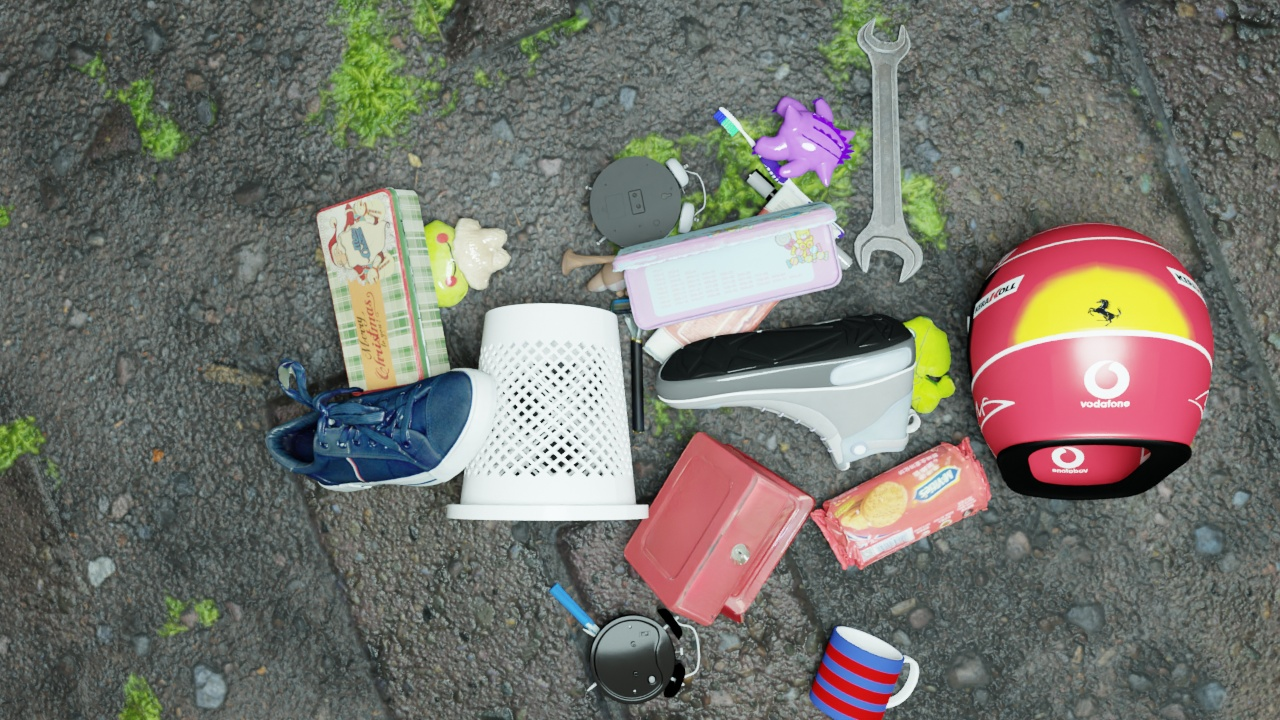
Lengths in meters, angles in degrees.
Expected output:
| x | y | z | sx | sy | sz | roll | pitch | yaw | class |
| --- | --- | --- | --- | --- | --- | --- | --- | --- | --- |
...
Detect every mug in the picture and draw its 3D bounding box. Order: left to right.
| x | y | z | sx | sy | sz | roll | pitch | yaw | class |
| --- | --- | --- | --- | --- | --- | --- | --- | --- | --- |
| 0.237 | 0.329 | 0.946 | 0.112 | 0.075 | 0.076 | 19 | 93 | -23 | mug |

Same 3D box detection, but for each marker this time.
| x | y | z | sx | sy | sz | roll | pitch | yaw | class |
| --- | --- | --- | --- | --- | --- | --- | --- | --- | --- |
| -0.045 | 0.295 | 0.991 | 0.142 | 0.013 | 0.013 | 45 | 94 | 1 | marker |
| 0.166 | -0.146 | 0.959 | 0.140 | 0.016 | 0.016 | 43 | 94 | 2 | marker |

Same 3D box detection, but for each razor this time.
| x | y | z | sx | sy | sz | roll | pitch | yaw | class |
| --- | --- | --- | --- | --- | --- | --- | --- | --- | --- |
| -0.006 | 0.006 | 0.976 | 0.022 | 0.043 | 0.144 | -10 | 97 | -39 | razor |

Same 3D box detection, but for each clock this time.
| x | y | z | sx | sy | sz | roll | pitch | yaw | class |
| --- | --- | --- | --- | --- | --- | --- | --- | --- | --- |
| 0.003 | 0.310 | 0.964 | 0.120 | 0.042 | 0.091 | -5 | 83 | -6 | clock |
| 0.007 | -0.166 | 0.962 | 0.123 | 0.035 | 0.094 | -11 | 91 | 4 | clock |

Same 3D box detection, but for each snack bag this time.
| x | y | z | sx | sy | sz | roll | pitch | yaw | class |
| --- | --- | --- | --- | --- | --- | --- | --- | --- | --- |
| 0.103 | -0.071 | 0.947 | 0.077 | 0.041 | 0.225 | 41 | 101 | 1 | snack bag |
| 0.268 | 0.149 | 0.933 | 0.176 | 0.082 | 0.082 | -27 | 89 | 5 | snack bag |

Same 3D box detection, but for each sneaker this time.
| x | y | z | sx | sy | sz | roll | pitch | yaw | class |
| --- | --- | --- | --- | --- | --- | --- | --- | --- | --- |
| -0.264 | 0.057 | 0.881 | 0.295 | 0.127 | 0.120 | -16 | 62 | 36 | sneaker |
| 0.150 | 0.049 | 0.921 | 0.257 | 0.093 | 0.160 | -11 | 118 | 2 | sneaker |

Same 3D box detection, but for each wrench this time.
| x | y | z | sx | sy | sz | roll | pitch | yaw | class |
| --- | --- | --- | --- | --- | --- | --- | --- | --- | --- |
| 0.255 | -0.217 | 0.954 | 0.070 | 0.010 | 0.273 | -2 | 91 | 4 | wrench |

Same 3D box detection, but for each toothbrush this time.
| x | y | z | sx | sy | sz | roll | pitch | yaw | class |
| --- | --- | --- | --- | --- | --- | --- | --- | --- | --- |
| 0.145 | -0.195 | 0.960 | 0.016 | 0.015 | 0.186 | -43 | 89 | 9 | toothbrush |

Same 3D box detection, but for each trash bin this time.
| x | y | z | sx | sy | sz | roll | pitch | yaw | class |
| --- | --- | --- | --- | --- | --- | --- | --- | --- | --- |
| -0.090 | 0.055 | 0.911 | 0.195 | 0.195 | 0.199 | 0 | 82 | 4 | trash bin |

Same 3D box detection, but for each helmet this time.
| x | y | z | sx | sy | sz | roll | pitch | yaw | class |
| --- | --- | --- | --- | --- | --- | --- | --- | --- | --- |
| 0.405 | -0.007 | 0.844 | 0.198 | 0.271 | 0.224 | -2 | 71 | 18 | helmet |

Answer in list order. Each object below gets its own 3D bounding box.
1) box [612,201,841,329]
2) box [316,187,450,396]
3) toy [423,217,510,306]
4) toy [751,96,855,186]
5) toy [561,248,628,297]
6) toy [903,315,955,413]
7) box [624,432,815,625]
| x | y | z | sx | sy | sz | roll | pitch | yaw | class |
| --- | --- | --- | --- | --- | --- | --- | --- | --- | --- |
| 0.085 | -0.091 | 0.879 | 0.214 | 0.092 | 0.089 | -12 | 94 | 8 | box |
| -0.268 | -0.069 | 0.956 | 0.118 | 0.049 | 0.205 | -8 | 93 | 35 | box |
| -0.195 | -0.107 | 0.974 | 0.118 | 0.043 | 0.092 | -12 | 89 | 7 | toy |
| 0.172 | -0.226 | 0.936 | 0.088 | 0.056 | 0.106 | 31 | 73 | -7 | toy |
| -0.027 | -0.092 | 0.962 | 0.102 | 0.041 | 0.055 | -2 | 130 | 13 | toy |
| 0.284 | 0.003 | 0.946 | 0.094 | 0.036 | 0.094 | 27 | 102 | 5 | toy |
| 0.077 | 0.170 | 0.906 | 0.152 | 0.165 | 0.157 | 30 | 93 | 8 | box |
